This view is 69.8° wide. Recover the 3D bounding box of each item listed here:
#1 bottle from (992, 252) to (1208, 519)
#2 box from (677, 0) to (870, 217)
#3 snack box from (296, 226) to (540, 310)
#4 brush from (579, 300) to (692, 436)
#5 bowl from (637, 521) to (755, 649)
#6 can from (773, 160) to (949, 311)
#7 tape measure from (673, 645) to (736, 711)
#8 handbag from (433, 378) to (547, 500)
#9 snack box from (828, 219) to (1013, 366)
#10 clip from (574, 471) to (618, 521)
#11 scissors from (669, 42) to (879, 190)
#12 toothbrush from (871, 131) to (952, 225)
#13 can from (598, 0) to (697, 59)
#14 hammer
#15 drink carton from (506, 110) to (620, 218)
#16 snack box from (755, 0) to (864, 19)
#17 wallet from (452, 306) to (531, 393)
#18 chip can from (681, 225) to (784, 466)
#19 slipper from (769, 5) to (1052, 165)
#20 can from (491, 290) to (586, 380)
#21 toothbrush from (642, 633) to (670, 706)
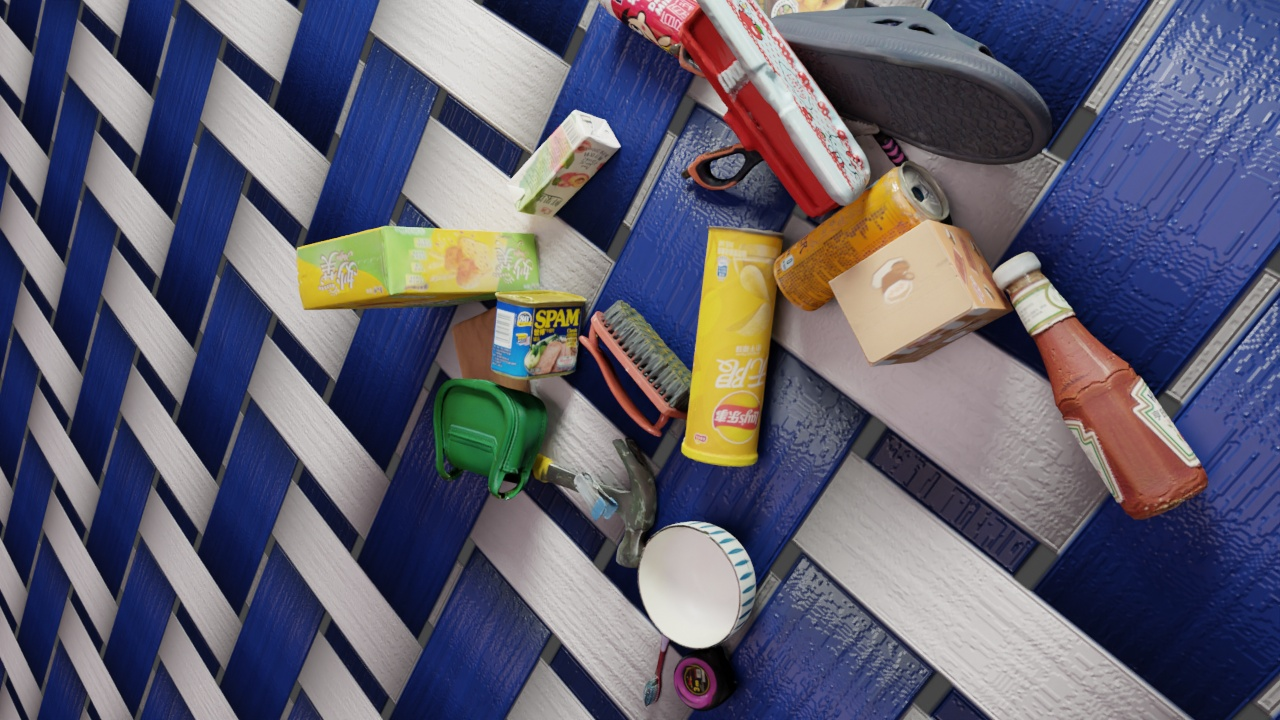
[{"bbox_3d":[0.326,0.013,0.668,0.060,0.059,0.206,-38,70,32],"label":"bottle"},{"bbox_3d":[0.107,-0.207,0.721,0.074,0.154,0.201,-36,94,1],"label":"box"},{"bbox_3d":[-0.236,-0.097,0.993,0.158,0.209,0.070,-5,91,38],"label":"snack box"},{"bbox_3d":[-0.005,0.005,0.915,0.069,0.063,0.146,-47,64,15],"label":"brush"},{"bbox_3d":[0.062,0.208,0.873,0.117,0.066,0.116,3,96,37],"label":"bowl"},{"bbox_3d":[0.179,-0.099,0.759,0.146,0.058,0.058,-38,70,42],"label":"can"},{"bbox_3d":[0.064,0.310,0.895,0.058,0.039,0.057,-29,75,30],"label":"tape measure"},{"bbox_3d":[-0.169,0.083,0.998,0.131,0.068,0.120,8,86,38],"label":"handbag"},{"bbox_3d":[0.220,-0.051,0.720,0.093,0.094,0.077,-33,72,34],"label":"snack box"},{"bbox_3d":[-0.049,0.138,0.944,0.058,0.043,0.027,47,120,30],"label":"clip"},{"bbox_3d":[0.106,-0.206,0.809,0.226,0.015,0.189,-5,116,48],"label":"scissors"},{"bbox_3d":[0.206,-0.186,0.773,0.014,0.017,0.189,-38,69,22],"label":"toothbrush"},{"bbox_3d":[0.018,-0.335,0.883,0.133,0.053,0.053,42,116,28],"label":"can"},{"bbox_3d":[-0.115,0.115,1.024,0.324,0.031,0.126,17,103,36],"label":"hammer"},{"bbox_3d":[-0.084,-0.206,0.969,0.123,0.053,0.045,-39,66,32],"label":"drink carton"},{"bbox_3d":[0.137,-0.343,0.800,0.113,0.053,0.126,5,101,37],"label":"snack box"},{"bbox_3d":[-0.172,-0.002,1.064,0.101,0.020,0.115,-19,78,37],"label":"wallet"},{"bbox_3d":[0.085,-0.014,0.841,0.072,0.072,0.213,12,99,36],"label":"chip can"},{"bbox_3d":[0.201,-0.236,0.714,0.268,0.110,0.083,31,82,40],"label":"slipper"},{"bbox_3d":[-0.108,-0.028,0.968,0.057,0.101,0.083,16,104,36],"label":"can"},{"bbox_3d":[0.026,0.268,0.934,0.016,0.017,0.188,20,105,34],"label":"toothbrush"}]
